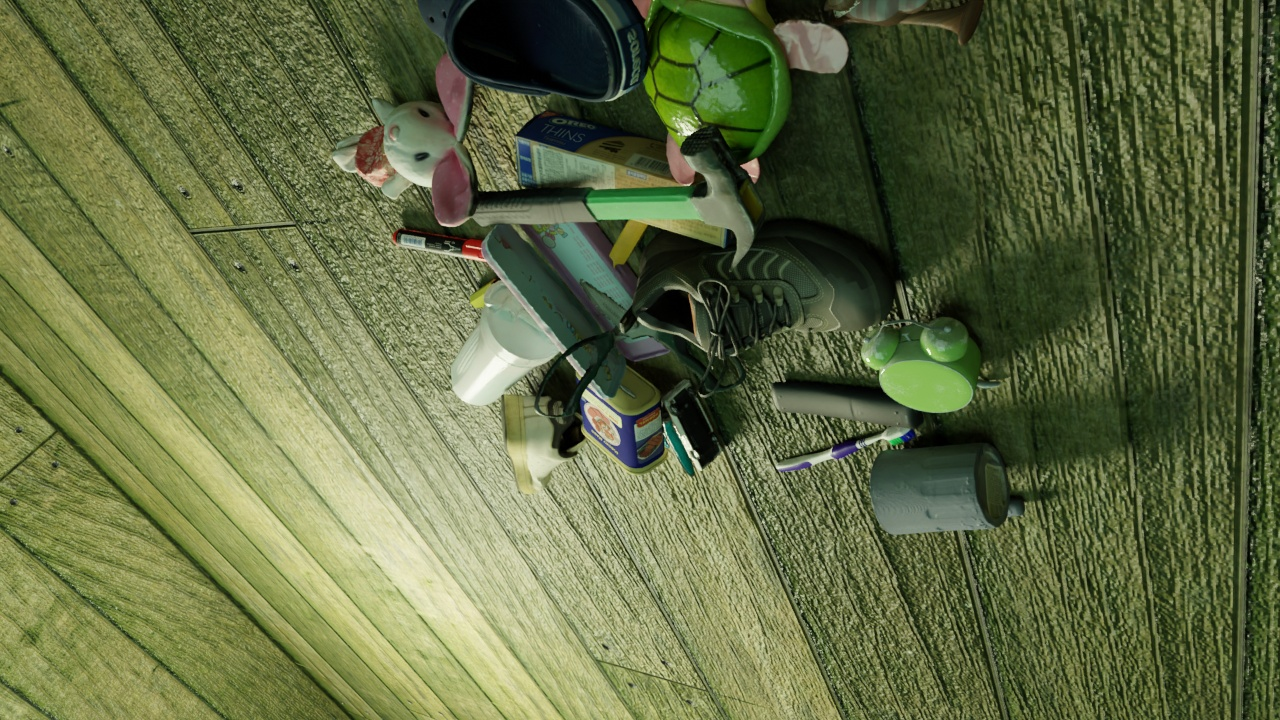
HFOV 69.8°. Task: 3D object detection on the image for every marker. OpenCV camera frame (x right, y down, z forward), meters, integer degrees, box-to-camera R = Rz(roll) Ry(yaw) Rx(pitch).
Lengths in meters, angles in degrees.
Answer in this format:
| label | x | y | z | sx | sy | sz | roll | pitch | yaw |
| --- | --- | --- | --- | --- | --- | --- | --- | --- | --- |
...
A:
| label | x | y | z | sx | sy | sz | roll | pitch | yaw |
| --- | --- | --- | --- | --- | --- | --- | --- | --- | --- |
| marker | -0.217 | -0.129 | 1.023 | 0.145 | 0.021 | 0.023 | 12 | 146 | 26 |
| marker | -0.152 | -0.086 | 1.026 | 0.021 | 0.017 | 0.124 | 47 | 140 | -17 |

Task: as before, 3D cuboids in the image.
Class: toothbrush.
| label | x | y | z | sx | sy | sz | roll | pitch | yaw |
| --- | --- | --- | --- | --- | --- | --- | --- | --- | --- |
| toothbrush | 0.209 | 0.095 | 0.959 | 0.016 | 0.015 | 0.187 | 41 | 144 | -17 |

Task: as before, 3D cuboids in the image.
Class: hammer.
| label | x | y | z | sx | sy | sz | roll | pitch | yaw |
| --- | --- | --- | --- | --- | --- | --- | --- | --- | --- |
| hammer | -0.036 | -0.130 | 0.773 | 0.319 | 0.032 | 0.130 | 7 | 151 | 41 |

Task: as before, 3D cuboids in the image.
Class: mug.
| label | x | y | z | sx | sy | sz | roll | pitch | yaw |
| --- | --- | --- | --- | --- | --- | --- | --- | --- | --- |
| mug | 0.299 | 0.130 | 0.889 | 0.104 | 0.083 | 0.124 | -13 | 147 | 42 |

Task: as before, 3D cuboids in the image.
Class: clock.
| label | x | y | z | sx | sy | sz | roll | pitch | yaw |
| --- | --- | --- | --- | --- | --- | --- | --- | --- | --- |
| clock | 0.247 | 0.002 | 0.790 | 0.095 | 0.042 | 0.119 | -11 | 136 | 43 |

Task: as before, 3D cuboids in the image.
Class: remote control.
| label | x | y | z | sx | sy | sz | roll | pitch | yaw |
| --- | --- | --- | --- | --- | --- | --- | --- | --- | --- |
| remote control | 0.200 | 0.044 | 0.905 | 0.152 | 0.020 | 0.041 | 6 | 134 | 34 |

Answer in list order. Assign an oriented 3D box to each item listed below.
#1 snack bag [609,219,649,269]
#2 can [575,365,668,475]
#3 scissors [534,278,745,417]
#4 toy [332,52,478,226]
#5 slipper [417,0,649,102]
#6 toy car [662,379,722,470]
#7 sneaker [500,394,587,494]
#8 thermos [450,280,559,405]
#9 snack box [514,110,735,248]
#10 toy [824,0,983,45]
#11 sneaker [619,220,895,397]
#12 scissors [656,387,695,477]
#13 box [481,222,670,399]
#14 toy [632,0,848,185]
| label | x | y | z | sx | sy | sz | roll | pitch | yaw |
| --- | --- | --- | --- | --- | --- | --- | --- | --- | --- |
| snack bag | -0.006 | -0.123 | 0.869 | 0.020 | 0.026 | 0.099 | 34 | 144 | -1 |
| can | -0.022 | 0.058 | 1.030 | 0.116 | 0.056 | 0.092 | 37 | 145 | 39 |
| scissors | -0.006 | 0.005 | 0.926 | 0.201 | 0.015 | 0.202 | 38 | 101 | -18 |
| toy | -0.220 | -0.207 | 0.884 | 0.195 | 0.084 | 0.159 | 7 | 95 | 40 |
| slipper | -0.101 | -0.259 | 0.689 | 0.253 | 0.095 | 0.105 | 33 | 148 | 35 |
| toy car | 0.055 | 0.071 | 1.033 | 0.039 | 0.039 | 0.113 | 22 | 147 | 51 |
| sneaker | -0.117 | 0.101 | 1.164 | 0.102 | 0.088 | 0.242 | -9 | 157 | -5 |
| thermos | -0.158 | -0.016 | 1.048 | 0.099 | 0.099 | 0.221 | 40 | 146 | -8 |
| snack box | -0.008 | -0.162 | 0.803 | 0.207 | 0.057 | 0.056 | 20 | 138 | 18 |
| toy | 0.166 | -0.237 | 0.601 | 0.102 | 0.041 | 0.055 | 16 | 163 | 35 |
| sneaker | 0.086 | -0.047 | 0.786 | 0.238 | 0.142 | 0.101 | 7 | 136 | 28 |
| scissors | 0.016 | 0.088 | 1.093 | 0.125 | 0.019 | 0.156 | -22 | 115 | 47 |
| box | -0.065 | -0.061 | 0.925 | 0.089 | 0.092 | 0.214 | -14 | 123 | 45 |
| toy | 0.052 | -0.224 | 0.657 | 0.190 | 0.087 | 0.239 | 33 | 144 | 30 |
